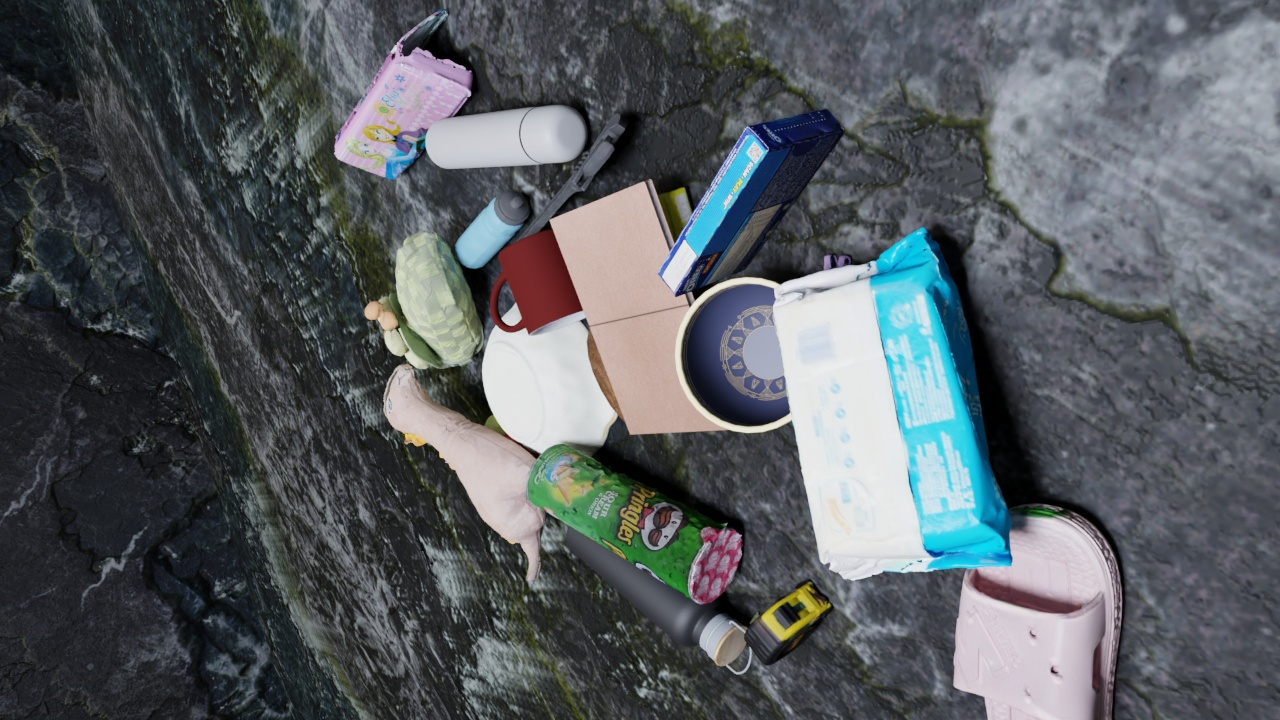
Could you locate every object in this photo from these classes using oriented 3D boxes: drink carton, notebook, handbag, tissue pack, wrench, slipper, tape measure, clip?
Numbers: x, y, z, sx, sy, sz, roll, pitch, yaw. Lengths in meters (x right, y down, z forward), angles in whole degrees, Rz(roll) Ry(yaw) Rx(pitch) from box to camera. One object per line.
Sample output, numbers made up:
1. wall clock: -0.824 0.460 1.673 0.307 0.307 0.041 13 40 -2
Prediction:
1. drink carton: -0.008 -0.106 0.790 0.135 0.042 0.058 -4 107 52
2. notebook: -0.001 -0.036 0.780 0.142 0.008 0.209 -9 105 52
3. handbag: -0.248 -0.062 1.033 0.113 0.116 0.187 62 168 18
4. tissue pack: 0.156 0.031 0.581 0.117 0.066 0.209 -15 82 30
5. wrench: -0.078 -0.148 0.857 0.018 0.073 0.274 34 151 -14
6. slipper: 0.250 0.207 0.589 0.094 0.064 0.239 10 115 50
7. tape measure: 0.116 0.221 0.764 0.038 0.062 0.067 49 140 27
8. clip: 0.142 -0.050 0.651 0.036 0.013 0.053 -5 99 51

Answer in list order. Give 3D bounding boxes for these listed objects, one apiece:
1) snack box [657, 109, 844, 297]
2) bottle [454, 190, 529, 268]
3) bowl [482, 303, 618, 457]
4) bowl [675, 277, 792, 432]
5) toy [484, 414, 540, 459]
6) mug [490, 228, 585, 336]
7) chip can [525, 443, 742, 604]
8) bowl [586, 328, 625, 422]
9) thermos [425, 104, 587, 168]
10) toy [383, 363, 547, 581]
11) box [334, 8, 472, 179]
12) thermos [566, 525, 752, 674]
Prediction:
1. snack box: 0.074 -0.109 0.652 0.027 0.082 0.151 54 140 19
2. bottle: -0.154 -0.138 0.961 0.130 0.040 0.040 -31 81 53
3. bowl: -0.113 0.026 0.968 0.220 0.060 0.188 9 113 50
4. bowl: 0.089 -0.005 0.688 0.113 0.061 0.112 1 93 25
5. toy: -0.143 0.120 1.059 0.135 0.045 0.092 48 134 24
6. mug: -0.102 -0.069 0.883 0.106 0.073 0.082 -23 87 20
7. chip can: -0.013 0.147 0.864 0.223 0.075 0.075 21 122 38
8. bowl: -0.005 0.005 0.849 0.102 0.026 0.114 -39 76 52
9. thermos: -0.133 -0.215 0.889 0.224 0.052 0.052 12 115 49
10. toy: -0.205 0.120 1.037 0.265 0.065 0.196 19 118 36
11. box: -0.263 -0.296 1.016 0.231 0.085 0.096 -23 55 53
12. thermos: 0.021 0.219 0.883 0.231 0.061 0.061 31 129 40
